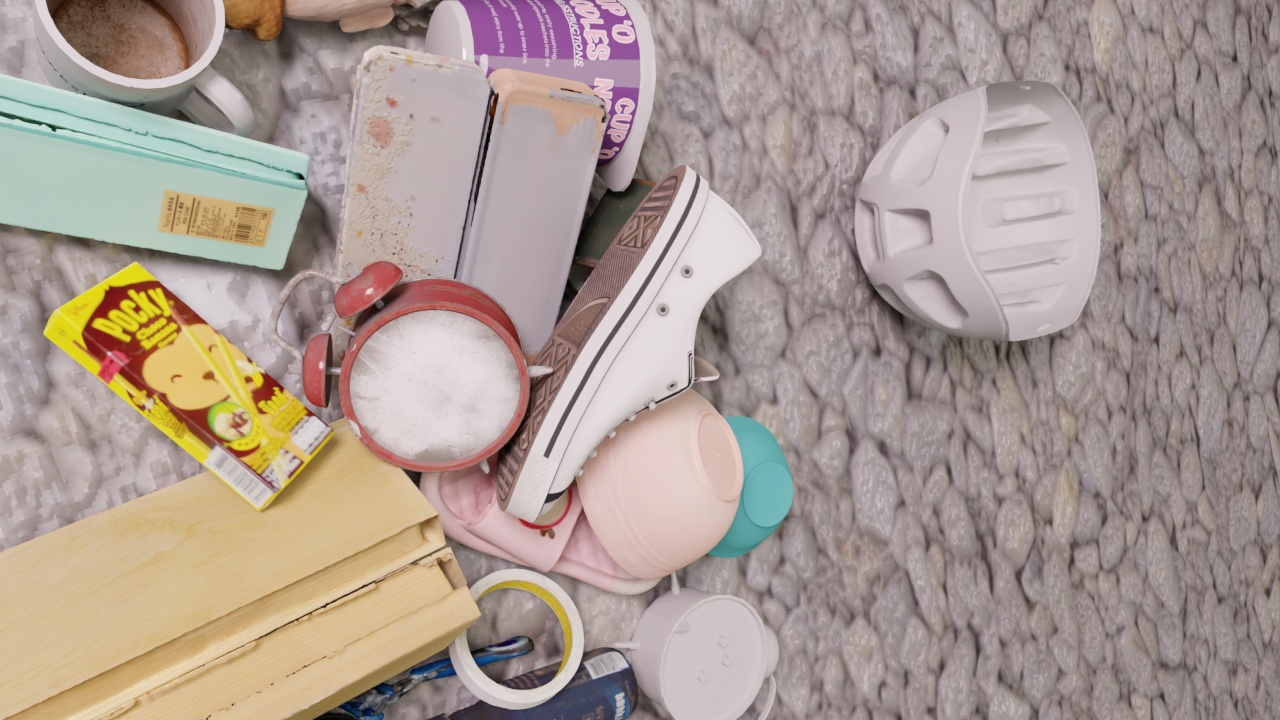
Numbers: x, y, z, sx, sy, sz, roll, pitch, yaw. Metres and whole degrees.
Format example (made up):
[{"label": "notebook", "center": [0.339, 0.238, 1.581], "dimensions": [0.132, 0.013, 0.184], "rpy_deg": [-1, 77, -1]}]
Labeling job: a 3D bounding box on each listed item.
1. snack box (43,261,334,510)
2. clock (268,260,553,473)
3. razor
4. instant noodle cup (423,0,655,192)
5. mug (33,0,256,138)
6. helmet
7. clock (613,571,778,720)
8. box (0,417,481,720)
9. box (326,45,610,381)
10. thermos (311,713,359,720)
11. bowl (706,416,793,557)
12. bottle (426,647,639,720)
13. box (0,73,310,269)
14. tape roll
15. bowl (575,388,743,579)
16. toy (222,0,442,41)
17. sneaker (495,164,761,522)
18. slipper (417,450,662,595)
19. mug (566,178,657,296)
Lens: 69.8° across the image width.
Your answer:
[{"label": "snack box", "center": [-0.251, 0.014, 0.519], "dimensions": [0.149, 0.026, 0.061], "rpy_deg": [44, 35, -12]}, {"label": "clock", "center": [-0.142, -0.003, 0.556], "dimensions": [0.156, 0.062, 0.110], "rpy_deg": [28, 104, -21]}, {"label": "razor", "center": [-0.135, 0.214, 0.634], "dimensions": [0.140, 0.044, 0.018], "rpy_deg": [-10, 92, -39]}, {"label": "instant noodle cup", "center": [-0.072, -0.181, 0.610], "dimensions": [0.121, 0.122, 0.136], "rpy_deg": [-4, 85, -30]}, {"label": "mug", "center": [-0.263, -0.166, 0.499], "dimensions": [0.119, 0.096, 0.083], "rpy_deg": [42, 70, -27]}, {"label": "helmet", "center": [0.322, -0.134, 0.826], "dimensions": [0.281, 0.184, 0.224], "rpy_deg": [-17, 106, -25]}, {"label": "clock", "center": [0.059, 0.249, 0.742], "dimensions": [0.119, 0.061, 0.159], "rpy_deg": [-50, 114, -22]}, {"label": "box", "center": [-0.233, 0.154, 0.512], "dimensions": [0.247, 0.142, 0.184], "rpy_deg": [-24, 97, -31]}, {"label": "box", "center": [-0.114, -0.077, 0.578], "dimensions": [0.150, 0.043, 0.217], "rpy_deg": [6, 120, -23]}, {"label": "thermos", "center": [-0.168, 0.282, 0.508], "dimensions": [0.105, 0.219, 0.106], "rpy_deg": [0, 90, -25]}, {"label": "bowl", "center": [0.092, 0.108, 0.767], "dimensions": [0.121, 0.046, 0.121], "rpy_deg": [-1, 92, -33]}, {"label": "bottle", "center": [-0.078, 0.252, 0.656], "dimensions": [0.160, 0.056, 0.056], "rpy_deg": [-9, 96, -32]}, {"label": "box", "center": [-0.283, -0.094, 0.498], "dimensions": [0.188, 0.078, 0.080], "rpy_deg": [10, 84, -33]}, {"label": "tape roll", "center": [-0.086, 0.193, 0.642], "dimensions": [0.094, 0.019, 0.093], "rpy_deg": [14, 52, -18]}, {"label": "bowl", "center": [0.026, 0.077, 0.668], "dimensions": [0.153, 0.076, 0.152], "rpy_deg": [35, 46, -45]}, {"label": "toy", "center": [-0.190, -0.253, 0.558], "dimensions": [0.175, 0.076, 0.133], "rpy_deg": [-38, 126, -28]}, {"label": "sneaker", "center": [-0.003, 0.003, 0.595], "dimensions": [0.097, 0.091, 0.245], "rpy_deg": [31, 90, -20]}, {"label": "slipper", "center": [-0.057, 0.105, 0.666], "dimensions": [0.221, 0.056, 0.106], "rpy_deg": [32, 72, -30]}, {"label": "mug", "center": [0.000, -0.074, 0.688], "dimensions": [0.081, 0.085, 0.111], "rpy_deg": [-62, 151, -18]}]
